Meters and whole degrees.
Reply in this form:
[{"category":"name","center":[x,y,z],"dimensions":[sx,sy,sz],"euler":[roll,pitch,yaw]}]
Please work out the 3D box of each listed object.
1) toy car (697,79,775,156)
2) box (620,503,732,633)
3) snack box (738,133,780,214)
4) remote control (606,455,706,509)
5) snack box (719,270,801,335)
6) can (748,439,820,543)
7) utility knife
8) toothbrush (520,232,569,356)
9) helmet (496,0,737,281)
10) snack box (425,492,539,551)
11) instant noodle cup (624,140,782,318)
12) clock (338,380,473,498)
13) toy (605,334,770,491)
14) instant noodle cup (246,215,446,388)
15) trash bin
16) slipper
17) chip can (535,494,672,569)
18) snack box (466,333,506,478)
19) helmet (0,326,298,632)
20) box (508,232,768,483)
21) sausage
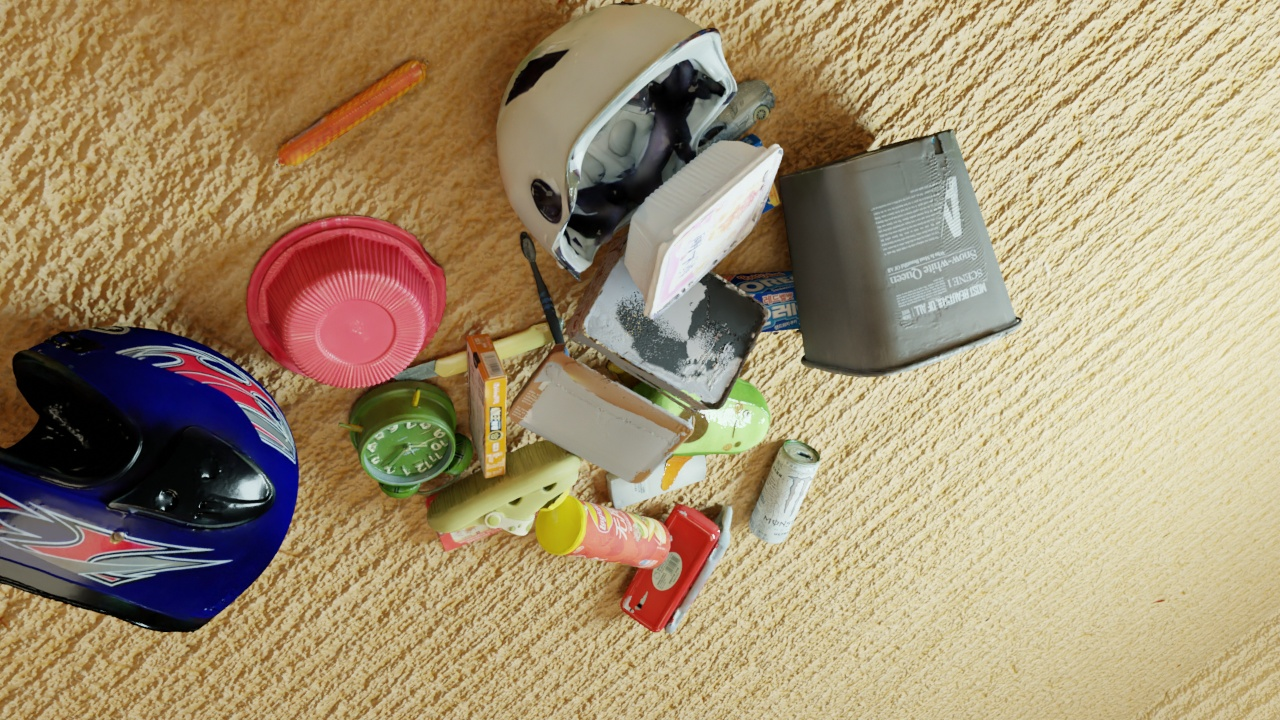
[{"category":"toy car","center":[0.082,-0.242,0.935],"dimensions":[0.121,0.054,0.037],"euler":[-39,132,5]},{"category":"box","center":[0.059,0.287,1.304],"dimensions":[0.101,0.095,0.202],"euler":[-31,151,-62]},{"category":"snack box","center":[0.071,-0.171,0.998],"dimensions":[0.157,0.026,0.084],"euler":[-30,131,-2]},{"category":"remote control","center":[0.022,0.153,1.209],"dimensions":[0.135,0.019,0.056],"euler":[-18,128,-12]},{"category":"snack box","center":[0.189,-0.072,1.103],"dimensions":[0.207,0.057,0.058],"euler":[-6,122,-20]},{"category":"can","center":[0.201,0.186,1.289],"dimensions":[0.058,0.058,0.147],"euler":[3,122,-26]},{"category":"utility knife","center":[-0.174,-0.007,1.008],"dimensions":[0.195,0.020,0.031],"euler":[-21,124,-18]},{"category":"toothbrush","center":[-0.100,-0.055,1.001],"dimensions":[0.014,0.016,0.190],"euler":[-22,124,-10]},{"category":"helmet","center":[-0.039,-0.215,0.817],"dimensions":[0.228,0.146,0.259],"euler":[-44,165,-22]},{"category":"snack box","center":[-0.180,0.176,1.130],"dimensions":[0.152,0.025,0.075],"euler":[-20,129,-11]},{"category":"instant noodle cup","center":[0.051,-0.134,0.874],"dimensions":[0.173,0.060,0.138],"euler":[-41,164,-24]},{"category":"clock","center":[-0.252,0.094,1.014],"dimensions":[0.116,0.056,0.161],"euler":[-24,135,0]},{"category":"toy","center":[0.054,0.063,1.116],"dimensions":[0.246,0.090,0.227],"euler":[6,121,-23]},{"category":"instant noodle cup","center":[-0.283,-0.043,0.904],"dimensions":[0.193,0.066,0.194],"euler":[-12,126,-17]},{"category":"trash bin","center":[0.265,-0.116,0.986],"dimensions":[0.198,0.199,0.220],"euler":[-18,101,-15]},{"category":"slipper","center":[-0.152,0.159,1.067],"dimensions":[0.190,0.091,0.082],"euler":[-24,114,-3]},{"category":"chip can","center":[-0.042,0.220,1.158],"dimensions":[0.073,0.073,0.216],"euler":[-46,147,11]},{"category":"snack box","center":[-0.168,0.051,1.001],"dimensions":[0.026,0.075,0.154],"euler":[-10,135,-19]},{"category":"helmet","center":[-0.454,0.086,0.800],"dimensions":[0.315,0.248,0.240],"euler":[40,61,-44]},{"category":"box","center":[-0.005,0.008,0.978],"dimensions":[0.179,0.130,0.273],"euler":[30,106,-14]},{"category":"sausage","center":[-0.257,-0.220,0.818],"dimensions":[0.165,0.021,0.021],"euler":[-33,130,1]}]
